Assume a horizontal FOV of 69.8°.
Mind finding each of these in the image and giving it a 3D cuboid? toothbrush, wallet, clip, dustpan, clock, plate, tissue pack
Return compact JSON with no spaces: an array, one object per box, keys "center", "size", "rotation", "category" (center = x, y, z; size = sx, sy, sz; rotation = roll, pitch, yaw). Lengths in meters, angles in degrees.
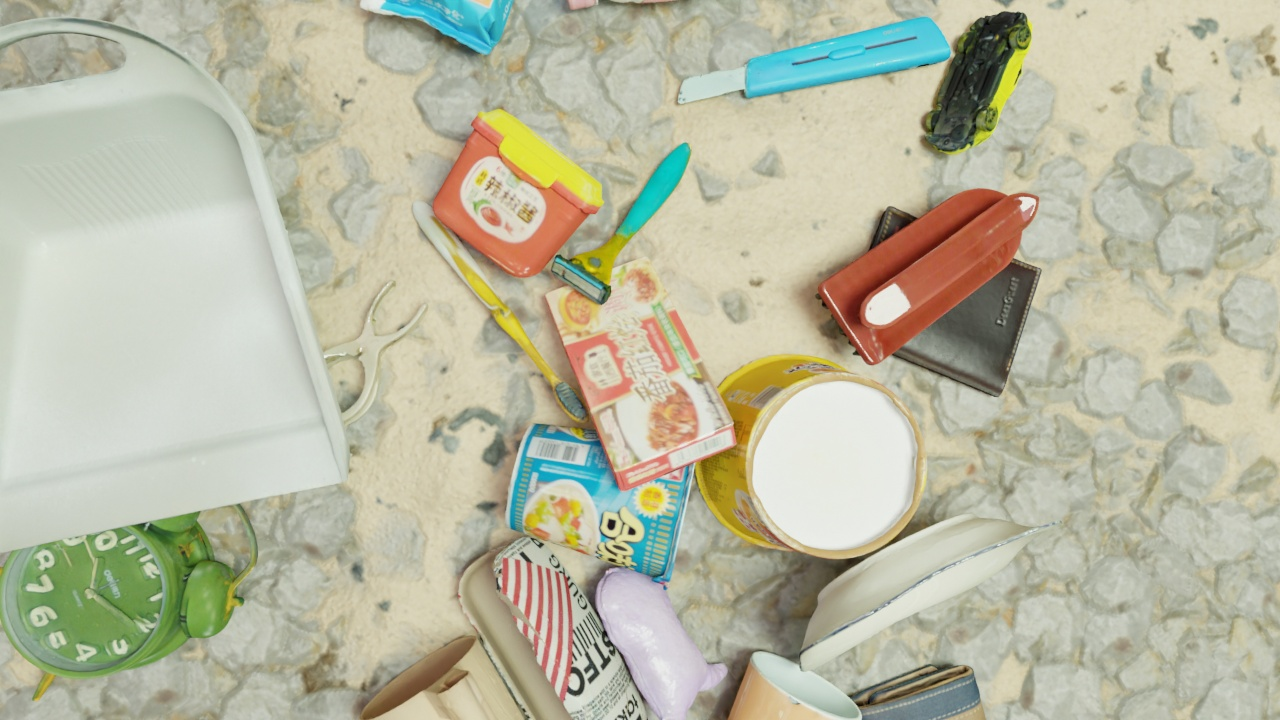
[{"center":[-0.093,-0.035,0.598],"size":[0.016,0.018,0.191],"rotation":[-37,79,-10],"category":"toothbrush"},{"center":[0.198,0.272,0.623],"size":[0.090,0.033,0.115],"rotation":[-18,91,-1],"category":"wallet"},{"center":[-0.173,0.006,0.604],"size":[0.104,0.035,0.083],"rotation":[-38,88,-12],"category":"clip"},{"center":[0.209,-0.041,0.636],"size":[0.122,0.020,0.096],"rotation":[21,87,-5],"category":"wallet"},{"center":[-0.308,-0.048,0.525],"size":[0.222,0.143,0.257],"rotation":[-12,70,-4],"category":"dustpan"},{"center":[-0.321,0.135,0.578],"size":[0.161,0.056,0.116],"rotation":[-25,92,-4],"category":"clock"},{"center":[0.166,0.136,0.568],"size":[0.163,0.164,0.034],"rotation":[-25,66,-6],"category":"plate"},{"center":[-0.117,-0.277,0.595],"size":[0.090,0.063,0.140],"rotation":[20,87,-3],"category":"tissue pack"}]

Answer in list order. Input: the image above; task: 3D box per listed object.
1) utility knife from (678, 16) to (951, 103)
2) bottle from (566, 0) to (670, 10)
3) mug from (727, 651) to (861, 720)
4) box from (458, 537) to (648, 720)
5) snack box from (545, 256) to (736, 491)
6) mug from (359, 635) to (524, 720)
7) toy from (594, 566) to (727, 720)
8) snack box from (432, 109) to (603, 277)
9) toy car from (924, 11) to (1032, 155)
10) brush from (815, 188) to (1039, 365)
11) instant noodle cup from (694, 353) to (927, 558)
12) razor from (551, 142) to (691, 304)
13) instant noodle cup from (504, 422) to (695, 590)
[{"center":[0.118,-0.203,0.632],"size":[0.191,0.018,0.034],"rotation":[-13,85,-2],"category":"utility knife"},{"center":[0.042,-0.277,0.606],"size":[0.197,0.068,0.068],"rotation":[-16,90,-1],"category":"bottle"},{"center":[0.082,0.264,0.596],"size":[0.078,0.078,0.123],"rotation":[25,93,-3],"category":"mug"},{"center":[-0.060,0.196,0.596],"size":[0.088,0.076,0.163],"rotation":[-33,91,29],"category":"box"},{"center":[-0.003,0.003,0.573],"size":[0.075,0.025,0.152],"rotation":[-21,51,-4],"category":"snack box"},{"center":[-0.103,0.236,0.560],"size":[0.084,0.125,0.103],"rotation":[-33,93,-33],"category":"mug"},{"center":[0.011,0.181,0.599],"size":[0.039,0.083,0.108],"rotation":[-39,81,35],"category":"toy"},{"center":[-0.079,-0.104,0.591],"size":[0.091,0.082,0.080],"rotation":[37,100,-1],"category":"snack box"},{"center":[0.234,-0.187,0.628],"size":[0.032,0.048,0.105],"rotation":[27,86,-36],"category":"toy car"},{"center":[0.189,-0.061,0.589],"size":[0.145,0.069,0.063],"rotation":[-34,92,-9],"category":"brush"},{"center":[0.110,0.062,0.581],"size":[0.138,0.110,0.138],"rotation":[0,89,-5],"category":"instant noodle cup"},{"center":[-0.004,-0.096,0.611],"size":[0.043,0.028,0.132],"rotation":[32,70,10],"category":"razor"},{"center":[-0.025,0.084,0.584],"size":[0.110,0.099,0.099],"rotation":[13,88,4],"category":"instant noodle cup"}]
